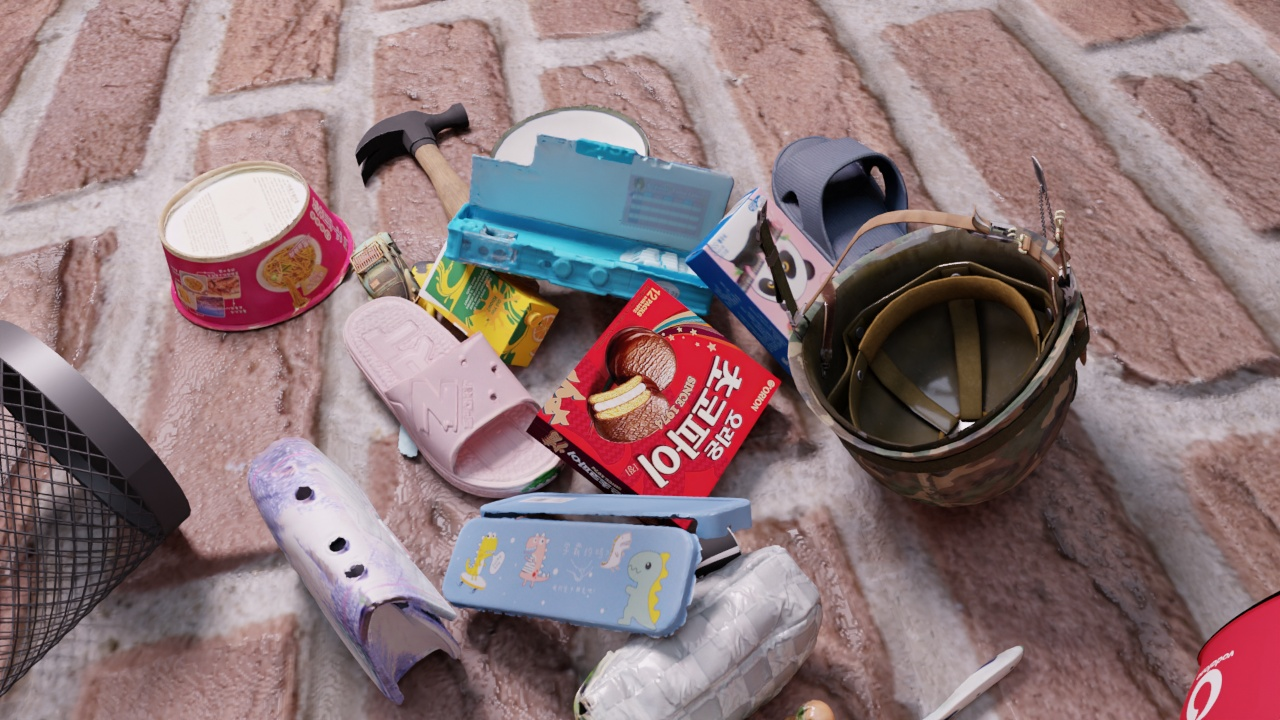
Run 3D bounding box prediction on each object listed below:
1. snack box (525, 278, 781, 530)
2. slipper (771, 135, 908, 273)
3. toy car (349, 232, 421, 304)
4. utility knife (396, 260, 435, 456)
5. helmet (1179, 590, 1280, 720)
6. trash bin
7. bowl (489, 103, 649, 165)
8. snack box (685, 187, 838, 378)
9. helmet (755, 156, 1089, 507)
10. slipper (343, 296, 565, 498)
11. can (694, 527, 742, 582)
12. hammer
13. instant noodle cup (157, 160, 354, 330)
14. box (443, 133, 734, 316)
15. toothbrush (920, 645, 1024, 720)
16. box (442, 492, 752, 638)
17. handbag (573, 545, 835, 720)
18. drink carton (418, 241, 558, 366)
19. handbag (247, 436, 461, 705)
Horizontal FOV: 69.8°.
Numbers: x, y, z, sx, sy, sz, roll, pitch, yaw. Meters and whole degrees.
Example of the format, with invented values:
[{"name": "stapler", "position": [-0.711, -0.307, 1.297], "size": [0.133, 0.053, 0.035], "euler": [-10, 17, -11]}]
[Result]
[{"name": "snack box", "position": [0.013, 0.034, 0.697], "size": [0.132, 0.036, 0.151], "euler": [38, 59, -1]}, {"name": "slipper", "position": [0.195, -0.140, 0.834], "size": [0.101, 0.083, 0.263], "euler": [-17, 51, -6]}, {"name": "toy car", "position": [-0.241, -0.086, 0.843], "size": [0.047, 0.047, 0.112], "euler": [-35, 51, -4]}, {"name": "utility knife", "position": [-0.194, -0.009, 0.806], "size": [0.030, 0.019, 0.227], "euler": [-12, 53, 7]}, {"name": "helmet", "position": [0.405, 0.229, 0.434], "size": [0.271, 0.198, 0.224], "euler": [4, 50, -2]}, {"name": "trash bin", "position": [-0.457, 0.116, 0.601], "size": [0.218, 0.218, 0.226], "euler": [25, 53, 24]}, {"name": "bowl", "position": [-0.066, -0.174, 0.891], "size": [0.153, 0.073, 0.153], "euler": [-2, 50, 2]}, {"name": "snack box", "position": [0.117, -0.056, 0.749], "size": [0.154, 0.033, 0.087], "euler": [46, 61, -8]}, {"name": "helmet", "position": [0.201, -0.022, 0.634], "size": [0.193, 0.236, 0.223], "euler": [-5, 56, 32]}, {"name": "slipper", "position": [-0.158, 0.017, 0.736], "size": [0.094, 0.064, 0.239], "euler": [-37, 62, -26]}, {"name": "can", "position": [0.030, 0.146, 0.642], "size": [0.080, 0.032, 0.031], "euler": [-23, 52, -14]}, {"name": "hammer", "position": [-0.185, -0.156, 0.914], "size": [0.132, 0.040, 0.305], "euler": [-23, 53, -18]}, {"name": "instant noodle cup", "position": [-0.371, -0.119, 0.870], "size": [0.179, 0.078, 0.178], "euler": [-2, 50, 3]}, {"name": "box", "position": [-0.039, -0.126, 0.774], "size": [0.227, 0.117, 0.097], "euler": [12, 22, -4]}, {"name": "toothbrush", "position": [0.170, 0.229, 0.572], "size": [0.188, 0.016, 0.017], "euler": [-28, 43, -17]}, {"name": "box", "position": [-0.037, 0.117, 0.596], "size": [0.210, 0.047, 0.121], "euler": [-6, 26, 39]}, {"name": "handbag", "position": [0.048, 0.198, 0.550], "size": [0.171, 0.113, 0.123], "euler": [-34, 65, -22]}, {"name": "drink carton", "position": [-0.131, -0.049, 0.796], "size": [0.122, 0.041, 0.058], "euler": [37, 103, 30]}, {"name": "handbag", "position": [-0.189, 0.135, 0.610], "size": [0.069, 0.127, 0.158], "euler": [-33, 54, -24]}]
